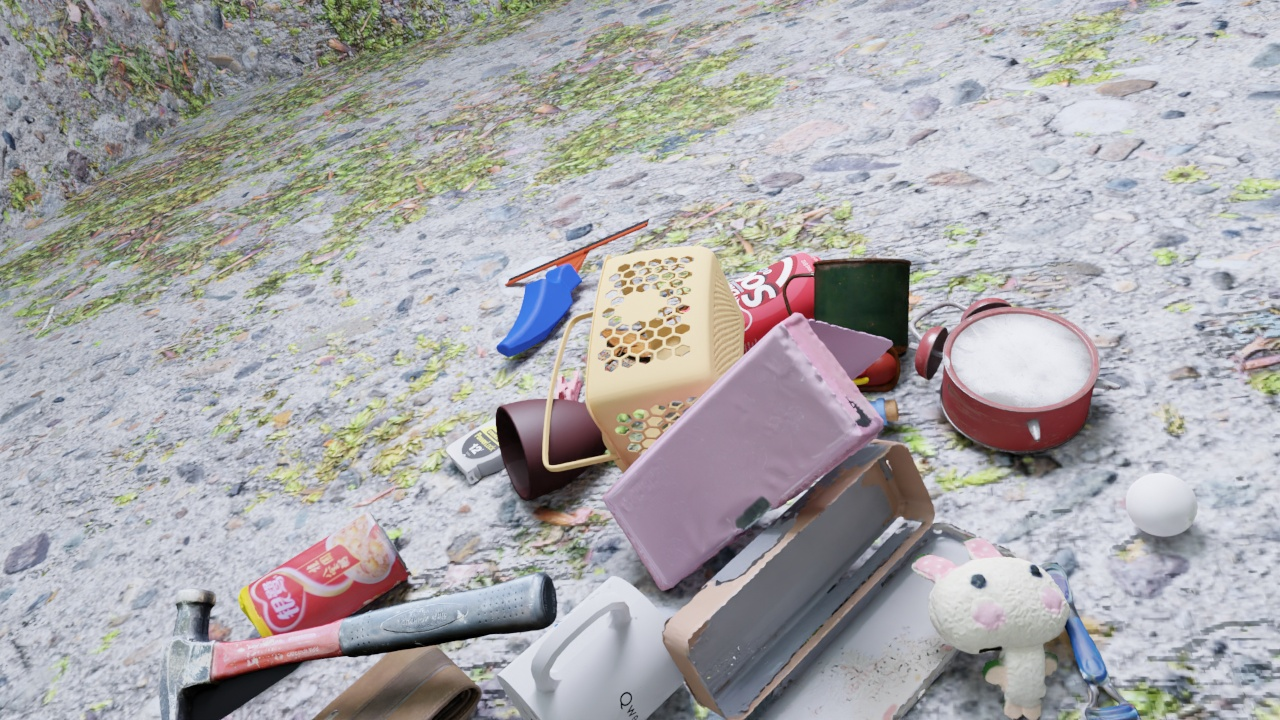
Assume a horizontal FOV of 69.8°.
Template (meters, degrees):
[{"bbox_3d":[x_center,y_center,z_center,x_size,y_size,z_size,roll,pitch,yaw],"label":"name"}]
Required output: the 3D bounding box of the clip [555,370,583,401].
[{"bbox_3d":[-0.078,0.030,0.936,0.044,0.023,0.060,-6,34,30],"label":"clip"}]

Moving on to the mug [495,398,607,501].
[{"bbox_3d":[-0.078,0.073,0.834,0.088,0.087,0.114,-15,-3,-23],"label":"mug"}]

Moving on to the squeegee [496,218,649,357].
[{"bbox_3d":[-0.111,-0.066,1.066,0.250,0.055,0.184,-17,28,41],"label":"squeegee"}]

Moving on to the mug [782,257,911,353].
[{"bbox_3d":[0.182,-0.047,0.817,0.111,0.081,0.084,1,2,15],"label":"mug"}]

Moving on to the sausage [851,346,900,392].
[{"bbox_3d":[0.152,0.008,0.785,0.040,0.040,0.156,-43,23,-31],"label":"sausage"}]

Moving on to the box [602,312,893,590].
[{"bbox_3d":[0.081,0.061,0.647,0.106,0.233,0.099,-18,67,-43],"label":"box"}]

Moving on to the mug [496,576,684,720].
[{"bbox_3d":[-0.031,0.191,0.579,0.096,0.120,0.083,-37,53,-24],"label":"mug"}]

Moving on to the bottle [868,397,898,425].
[{"bbox_3d":[0.145,0.048,0.757,0.131,0.048,0.047,-8,35,20],"label":"bottle"}]

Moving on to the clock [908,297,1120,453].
[{"bbox_3d":[0.280,0.007,0.723,0.109,0.062,0.156,-29,47,-13],"label":"clock"}]

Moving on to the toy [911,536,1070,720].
[{"bbox_3d":[0.212,0.149,0.544,0.087,0.050,0.112,-3,42,-17],"label":"toy"}]

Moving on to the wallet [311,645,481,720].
[{"bbox_3d":[-0.183,0.256,0.658,0.120,0.027,0.099,-40,32,-25],"label":"wallet"}]

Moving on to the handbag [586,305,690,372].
[{"bbox_3d":[0.037,-0.034,0.953,0.195,0.043,0.093,-34,36,-26],"label":"handbag"}]

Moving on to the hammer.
[{"bbox_3d":[-0.209,0.207,0.652,0.327,0.036,0.140,-16,62,17],"label":"hammer"}]

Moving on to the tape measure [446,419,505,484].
[{"bbox_3d":[-0.152,0.088,0.895,0.064,0.017,0.064,-34,35,-20],"label":"tape measure"}]

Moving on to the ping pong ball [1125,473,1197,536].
[{"bbox_3d":[0.335,0.093,0.590,0.040,0.040,0.040,-15,33,10],"label":"ping pong ball"}]

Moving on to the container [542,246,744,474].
[{"bbox_3d":[-0.005,0.004,0.769,0.167,0.129,0.183,-14,43,20],"label":"container"}]

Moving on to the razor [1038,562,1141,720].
[{"bbox_3d":[0.259,0.171,0.539,0.044,0.018,0.140,-14,33,11],"label":"razor"}]

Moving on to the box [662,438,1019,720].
[{"bbox_3d":[0.132,0.153,0.579,0.216,0.115,0.096,-37,15,-25],"label":"box"}]

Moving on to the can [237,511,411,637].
[{"bbox_3d":[-0.262,0.186,0.766,0.124,0.067,0.067,-32,34,-17],"label":"can"}]

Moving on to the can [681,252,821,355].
[{"bbox_3d":[0.116,-0.048,0.889,0.142,0.074,0.074,-24,32,-5],"label":"can"}]
